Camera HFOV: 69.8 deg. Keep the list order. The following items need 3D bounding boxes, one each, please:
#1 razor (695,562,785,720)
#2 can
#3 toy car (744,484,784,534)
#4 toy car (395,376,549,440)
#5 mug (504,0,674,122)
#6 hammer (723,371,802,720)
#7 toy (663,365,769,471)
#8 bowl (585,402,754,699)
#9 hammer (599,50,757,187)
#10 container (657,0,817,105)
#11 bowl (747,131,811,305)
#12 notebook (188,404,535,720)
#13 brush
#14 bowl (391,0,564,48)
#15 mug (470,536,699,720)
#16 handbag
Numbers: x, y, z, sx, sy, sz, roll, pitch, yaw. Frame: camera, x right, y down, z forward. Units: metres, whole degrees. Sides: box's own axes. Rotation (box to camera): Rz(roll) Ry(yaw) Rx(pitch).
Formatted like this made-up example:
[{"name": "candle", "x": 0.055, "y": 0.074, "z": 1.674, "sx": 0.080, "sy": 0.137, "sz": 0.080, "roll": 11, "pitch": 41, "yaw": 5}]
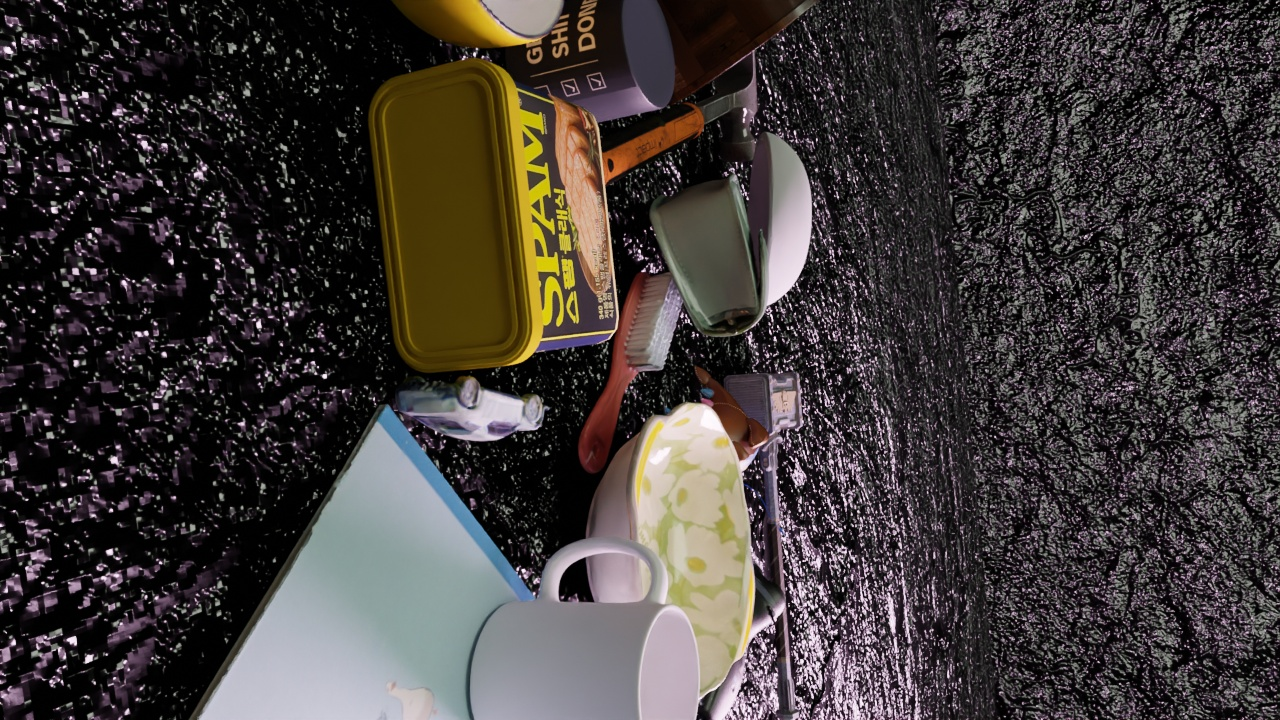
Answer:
[{"name": "razor", "x": 0.072, "y": 0.216, "z": 0.701, "sx": 0.053, "sy": 0.064, "sz": 0.140, "roll": 68, "pitch": 30, "yaw": -29}, {"name": "can", "x": -0.067, "y": -0.067, "z": 0.457, "sx": 0.104, "sy": 0.075, "sz": 0.135, "roll": -12, "pitch": 96, "yaw": -66}, {"name": "toy car", "x": 0.087, "y": 0.096, "z": 0.755, "sx": 0.033, "sy": 0.062, "sz": 0.092, "roll": 15, "pitch": 73, "yaw": -63}, {"name": "toy car", "x": -0.081, "y": 0.026, "z": 0.450, "sx": 0.089, "sy": 0.039, "sz": 0.027, "roll": 22, "pitch": 68, "yaw": -61}, {"name": "mug", "x": -0.030, "y": -0.195, "z": 0.548, "sx": 0.071, "sy": 0.078, "sz": 0.105, "roll": 7, "pitch": 79, "yaw": -64}, {"name": "hammer", "x": 0.123, "y": 0.173, "z": 0.836, "sx": 0.098, "sy": 0.044, "sz": 0.322, "roll": -1, "pitch": 86, "yaw": -64}, {"name": "toy", "x": 0.047, "y": 0.045, "z": 0.716, "sx": 0.090, "sy": 0.071, "sz": 0.103, "roll": 11, "pitch": 50, "yaw": -48}, {"name": "bowl", "x": 0.015, "y": 0.123, "z": 0.607, "sx": 0.219, "sy": 0.060, "sz": 0.188, "roll": 61, "pitch": 35, "yaw": -42}, {"name": "hammer", "x": 0.027, "y": -0.192, "z": 0.699, "sx": 0.313, "sy": 0.035, "sz": 0.138, "roll": -44, "pitch": 136, "yaw": -55}, {"name": "container", "x": 0.023, "y": -0.273, "z": 0.585, "sx": 0.167, "sy": 0.132, "sz": 0.131, "roll": 53, "pitch": 36, "yaw": -15}, {"name": "bowl", "x": 0.122, "y": -0.120, "z": 0.792, "sx": 0.149, "sy": 0.043, "sz": 0.149, "roll": 167, "pitch": -75, "yaw": -89}, {"name": "notebook", "x": -0.094, "y": 0.171, "z": 0.431, "sx": 0.253, "sy": 0.009, "sz": 0.180, "roll": 64, "pitch": 32, "yaw": -37}, {"name": "brush", "x": -0.004, "y": 0.004, "z": 0.623, "sx": 0.041, "sy": 0.030, "sz": 0.171, "roll": 61, "pitch": 36, "yaw": -40}, {"name": "bowl", "x": -0.092, "y": -0.204, "z": 0.433, "sx": 0.117, "sy": 0.068, "sz": 0.117, "roll": 19, "pitch": 69, "yaw": -62}, {"name": "mug", "x": -0.023, "y": 0.142, "z": 0.464, "sx": 0.074, "sy": 0.091, "sz": 0.110, "roll": 51, "pitch": 40, "yaw": -49}, {"name": "handbag", "x": 0.059, "y": -0.081, "z": 0.679, "sx": 0.121, "sy": 0.067, "sz": 0.106, "roll": -64, "pitch": 134, "yaw": -73}]
